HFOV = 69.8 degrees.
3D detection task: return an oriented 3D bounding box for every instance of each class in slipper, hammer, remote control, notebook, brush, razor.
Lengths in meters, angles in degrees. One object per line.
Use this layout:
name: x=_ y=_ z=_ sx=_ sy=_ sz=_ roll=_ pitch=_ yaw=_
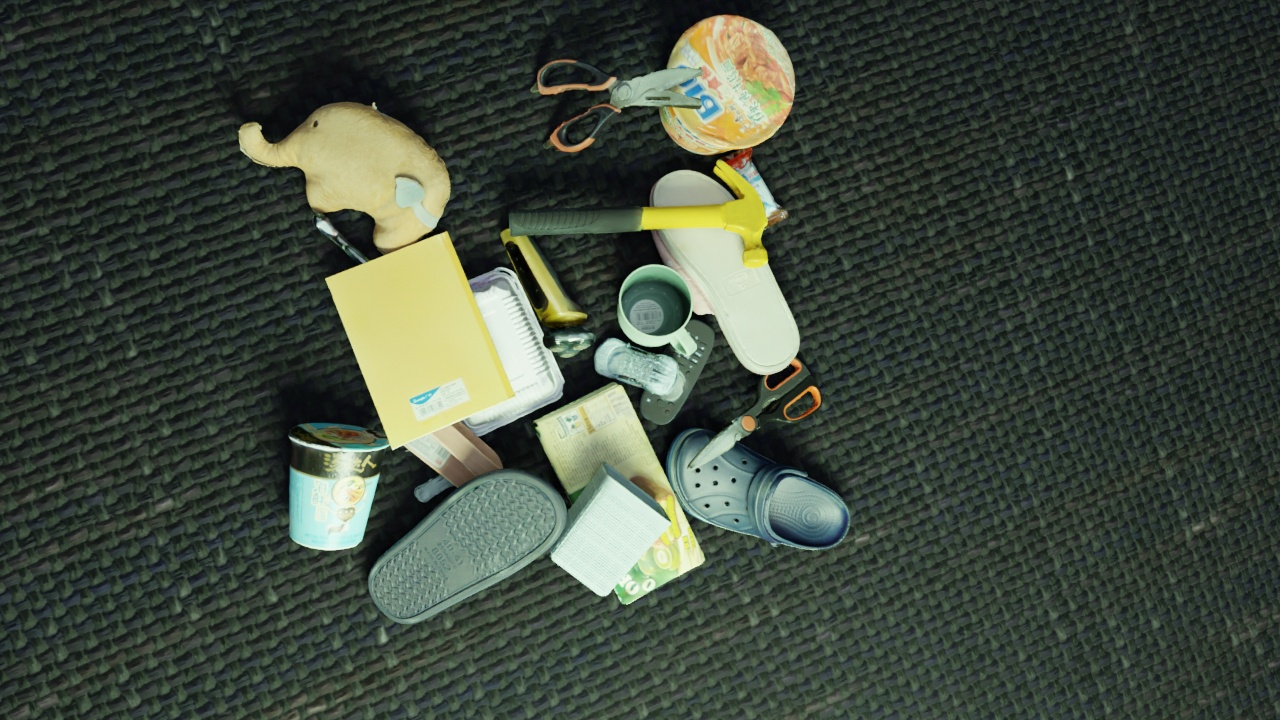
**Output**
slipper: x=0.100 y=-0.106 z=1.112 sx=0.114 sy=0.054 sz=0.274 roll=-31 pitch=86 yaw=-13
hammer: x=-0.001 y=-0.165 z=1.063 sx=0.300 sy=0.033 sz=0.128 roll=-4 pitch=77 yaw=-8
remote control: x=0.044 y=0.014 z=1.120 sx=0.053 sy=0.024 sz=0.136 roll=30 pitch=86 yaw=-6
notebook: x=-0.242 y=-0.025 z=1.006 sx=0.146 sy=0.010 sz=0.206 roll=-23 pitch=81 yaw=-6
slipper: x=-0.192 y=0.200 z=1.034 sx=0.269 sy=0.083 sz=0.110 roll=-34 pitch=91 yaw=20
brush: x=-0.214 y=0.100 z=1.041 sx=0.145 sy=0.073 sz=0.063 roll=42 pitch=65 yaw=-10
slipper: x=0.147 y=0.168 z=1.110 sx=0.252 sy=0.095 sz=0.105 roll=25 pitch=83 yaw=-14
razor: x=-0.312 y=-0.113 z=1.034 sx=0.043 sy=0.022 sz=0.142 roll=-43 pitch=106 yaw=12
razor: x=-0.114 y=-0.081 z=1.073 sx=0.067 sy=0.062 sz=0.167 roll=-30 pitch=92 yaw=-44

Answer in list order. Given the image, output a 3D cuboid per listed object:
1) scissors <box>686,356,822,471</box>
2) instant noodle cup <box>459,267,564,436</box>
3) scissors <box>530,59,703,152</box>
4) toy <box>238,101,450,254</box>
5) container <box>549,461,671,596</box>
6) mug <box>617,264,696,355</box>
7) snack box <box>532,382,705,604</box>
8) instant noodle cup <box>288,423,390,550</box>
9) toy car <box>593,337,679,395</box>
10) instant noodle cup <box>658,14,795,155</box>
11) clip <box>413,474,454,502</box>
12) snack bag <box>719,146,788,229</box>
scissors: x=0.124 y=0.059 z=1.101 sx=0.234 sy=0.022 sz=0.125 roll=-12 pitch=77 yaw=-29
instant noodle cup: x=-0.176 y=-0.010 z=1.058 sx=0.138 sy=0.060 sz=0.173 roll=-25 pitch=94 yaw=-10
scissors: x=-0.033 y=-0.292 z=1.040 sx=0.197 sy=0.015 sz=0.214 roll=48 pitch=117 yaw=13
toy: x=-0.320 y=-0.218 z=1.012 sx=0.226 sy=0.082 sz=0.143 roll=31 pitch=100 yaw=-10
container: x=-0.038 y=0.187 z=1.012 sx=0.090 sy=0.090 sz=0.111 roll=38 pitch=90 yaw=-8
mug: x=0.024 y=-0.050 z=1.065 sx=0.082 sy=0.106 sz=0.112 roll=-41 pitch=87 yaw=-7
snack box: x=-0.026 y=0.155 z=1.089 sx=0.114 sy=0.063 sz=0.240 roll=-27 pitch=96 yaw=-10
instant noodle cup: x=-0.337 y=0.140 z=1.010 sx=0.111 sy=0.111 sz=0.120 roll=8 pitch=97 yaw=-12
toy car: x=-0.006 y=0.006 z=1.094 sx=0.105 sy=0.031 sz=0.049 roll=18 pitch=84 yaw=9
instant noodle cup: x=0.092 y=-0.313 z=1.079 sx=0.151 sy=0.111 sz=0.151 roll=0 pitch=91 yaw=-12
clip: x=-0.236 y=0.144 z=1.068 sx=0.056 sy=0.028 sz=0.024 roll=-29 pitch=98 yaw=-19
snack bag: x=0.140 y=-0.213 z=1.135 sx=0.048 sy=0.026 sz=0.104 roll=-28 pitch=96 yaw=2
